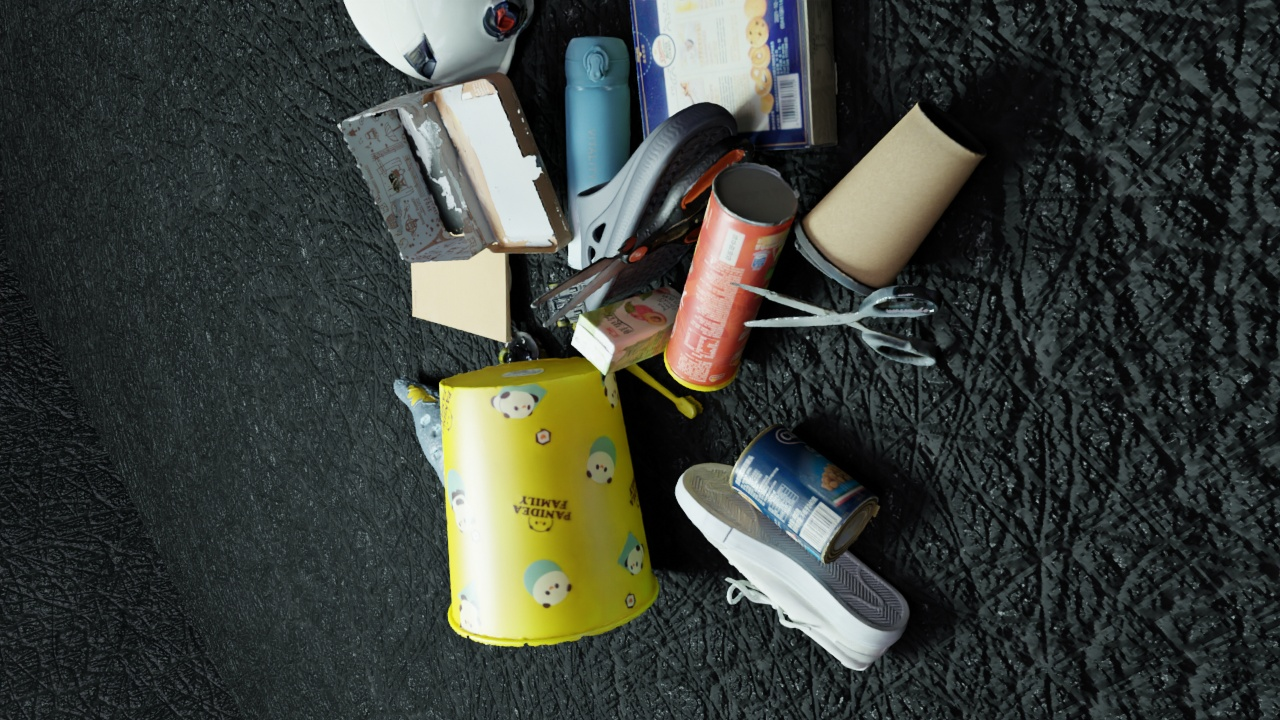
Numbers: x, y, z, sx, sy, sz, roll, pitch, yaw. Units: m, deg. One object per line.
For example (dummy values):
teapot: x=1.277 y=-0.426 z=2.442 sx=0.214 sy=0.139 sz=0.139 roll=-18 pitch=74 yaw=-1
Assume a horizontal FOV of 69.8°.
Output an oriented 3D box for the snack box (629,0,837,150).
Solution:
snack box: x=0.073 y=-0.265 z=0.763 sx=0.183 sy=0.045 sz=0.178 roll=10 pitch=112 yaw=44

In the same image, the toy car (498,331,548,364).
toy car: x=-0.140 y=0.041 z=1.100 sx=0.070 sy=0.042 sz=0.158 roll=24 pitch=114 yaw=38

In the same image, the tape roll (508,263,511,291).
tape roll: x=-0.188 y=-0.108 z=1.114 sx=0.086 sy=0.013 sz=0.086 roll=19 pitch=118 yaw=41

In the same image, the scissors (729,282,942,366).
scissors: x=0.157 y=-0.032 z=0.709 sx=0.181 sy=0.159 sz=0.014 roll=-10 pitch=56 yaw=52

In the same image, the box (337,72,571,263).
box: x=-0.183 y=-0.196 z=0.956 sx=0.261 sy=0.082 sz=0.177 roll=3 pitch=124 yaw=43

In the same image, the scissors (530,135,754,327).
scissors: x=0.015 y=-0.099 z=0.770 sx=0.225 sy=0.204 sz=0.021 roll=-46 pitch=70 yaw=25

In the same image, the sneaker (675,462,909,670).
sneaker: x=0.129 y=0.192 z=0.856 sx=0.242 sy=0.089 sz=0.091 roll=37 pitch=133 yaw=23

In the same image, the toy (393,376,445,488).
toy: x=-0.225 y=0.135 z=1.191 sx=0.356 sy=0.091 sz=0.138 roll=54 pitch=148 yaw=19

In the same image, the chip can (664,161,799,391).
chip can: x=0.072 y=-0.063 z=0.781 sx=0.073 sy=0.073 sz=0.217 roll=46 pitch=149 yaw=24

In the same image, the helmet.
helmet: x=-0.230 y=-0.411 z=0.938 sx=0.230 sy=0.156 sz=0.275 roll=35 pitch=127 yaw=33

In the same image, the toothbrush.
toothbrush: x=-0.006 y=0.006 z=0.970 sx=0.190 sy=0.016 sz=0.016 roll=36 pitch=129 yaw=33

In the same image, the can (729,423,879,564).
can: x=0.145 y=0.118 z=0.813 sx=0.111 sy=0.075 sz=0.075 roll=39 pitch=129 yaw=29

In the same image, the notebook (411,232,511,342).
notebook: x=-0.226 y=-0.112 z=1.131 sx=0.212 sy=0.012 sz=0.149 roll=15 pitch=111 yaw=44

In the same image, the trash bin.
trash bin: x=-0.107 y=0.136 z=0.978 sx=0.230 sy=0.229 sz=0.255 roll=2 pitch=102 yaw=45

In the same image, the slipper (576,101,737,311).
slipper: x=0.002 y=-0.143 z=0.810 sx=0.083 sy=0.110 sz=0.269 roll=54 pitch=150 yaw=15

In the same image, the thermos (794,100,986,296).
thermos: x=0.183 y=-0.116 z=0.682 sx=0.093 sy=0.092 sz=0.144 roll=50 pitch=126 yaw=20

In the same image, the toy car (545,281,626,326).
toy car: x=-0.056 y=-0.066 z=0.981 sx=0.107 sy=0.031 sz=0.049 roll=-10 pitch=95 yaw=39

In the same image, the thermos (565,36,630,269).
thermos: x=-0.042 y=-0.199 z=0.891 sx=0.070 sy=0.070 sz=0.221 roll=20 pitch=119 yaw=40

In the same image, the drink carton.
drink carton: x=-0.003 y=-0.029 z=0.875 sx=0.053 sy=0.122 sz=0.046 roll=42 pitch=133 yaw=26
